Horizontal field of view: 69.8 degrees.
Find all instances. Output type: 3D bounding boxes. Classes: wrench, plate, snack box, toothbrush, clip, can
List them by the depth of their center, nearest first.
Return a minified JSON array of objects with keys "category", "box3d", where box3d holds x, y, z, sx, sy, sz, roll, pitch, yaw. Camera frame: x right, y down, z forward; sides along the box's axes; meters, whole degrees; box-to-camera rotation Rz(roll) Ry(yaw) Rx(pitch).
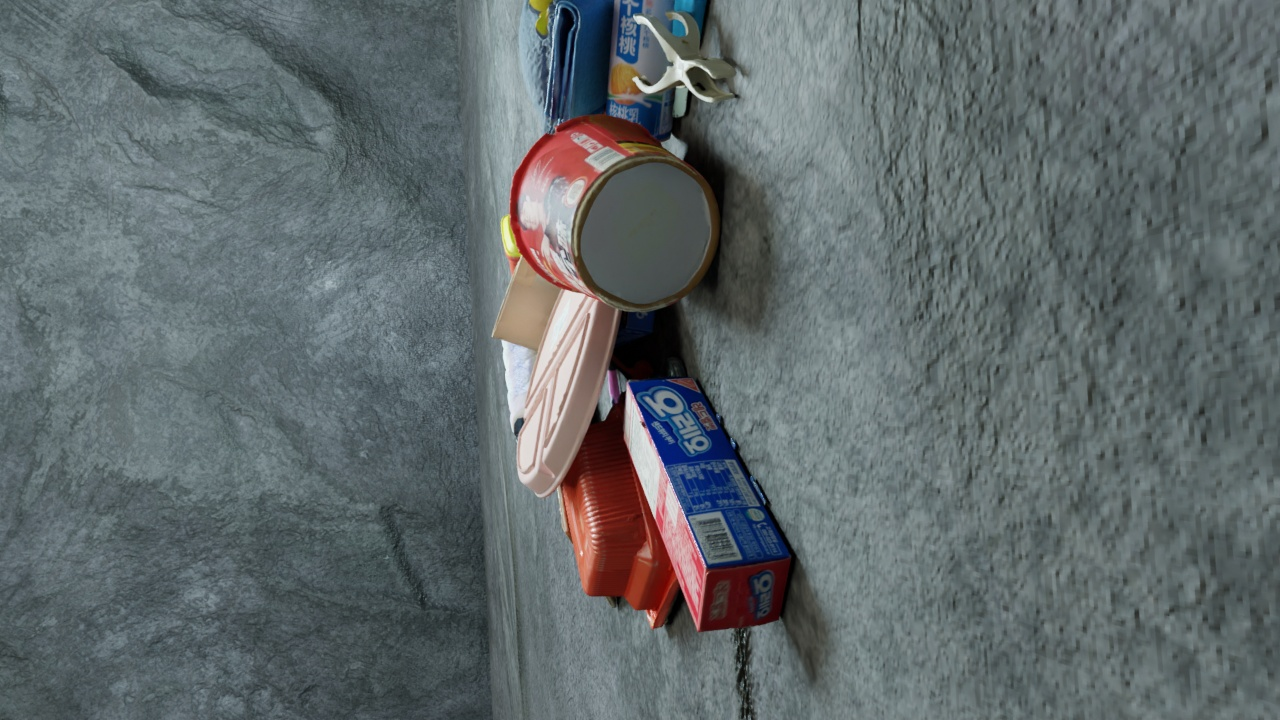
[{"category":"snack box","box3d":[0.037,0.086,0.623,0.207,0.057,0.058,-116,24,-56]},{"category":"clip","box3d":[0.028,-0.193,0.629,0.103,0.035,0.093,61,152,25]},{"category":"can","box3d":[0.004,-0.236,0.691,0.053,0.053,0.135,-114,25,-54]},{"category":"plate","box3d":[-0.067,0.007,0.812,0.229,0.028,0.229,-164,91,-76]},{"category":"snack box","box3d":[-0.016,-0.059,0.826,0.157,0.026,0.084,163,115,-74]},{"category":"wrench","box3d":[-0.005,0.005,0.847,0.273,0.016,0.056,-145,57,-71]},{"category":"toothbrush","box3d":[-0.019,0.089,0.926,0.018,0.014,0.189,91,172,-70]},{"category":"snack box","box3d":[-0.124,-0.138,1.136,0.080,0.091,0.082,95,165,-53]}]

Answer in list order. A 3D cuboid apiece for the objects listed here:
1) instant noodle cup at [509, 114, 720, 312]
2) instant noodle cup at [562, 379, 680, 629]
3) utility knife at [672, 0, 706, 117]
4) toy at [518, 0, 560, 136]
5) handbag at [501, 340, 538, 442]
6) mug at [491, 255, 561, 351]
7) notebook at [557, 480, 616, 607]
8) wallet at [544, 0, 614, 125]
[{"category":"instant noodle cup","box3d":[-0.016,-0.100,0.655,0.108,0.137,0.138,-137,46,-61]},{"category":"instant noodle cup","box3d":[-0.019,0.127,0.797,0.165,0.079,0.188,101,159,-53]},{"category":"utility knife","box3d":[0.036,-0.259,0.634,0.034,0.018,0.199,50,146,40]},{"category":"toy","box3d":[-0.065,-0.295,0.848,0.138,0.091,0.355,103,170,-60]},{"category":"handbag","box3d":[-0.122,0.036,1.121,0.134,0.075,0.193,71,-177,-47]},{"category":"mug","box3d":[-0.086,-0.059,0.947,0.125,0.103,0.084,121,164,-46]},{"category":"notebook","box3d":[-0.062,0.157,0.964,0.208,0.008,0.147,71,-176,-54]},{"category":"wallet","box3d":[-0.029,-0.248,0.729,0.132,0.040,0.107,-49,-23,-46]}]
